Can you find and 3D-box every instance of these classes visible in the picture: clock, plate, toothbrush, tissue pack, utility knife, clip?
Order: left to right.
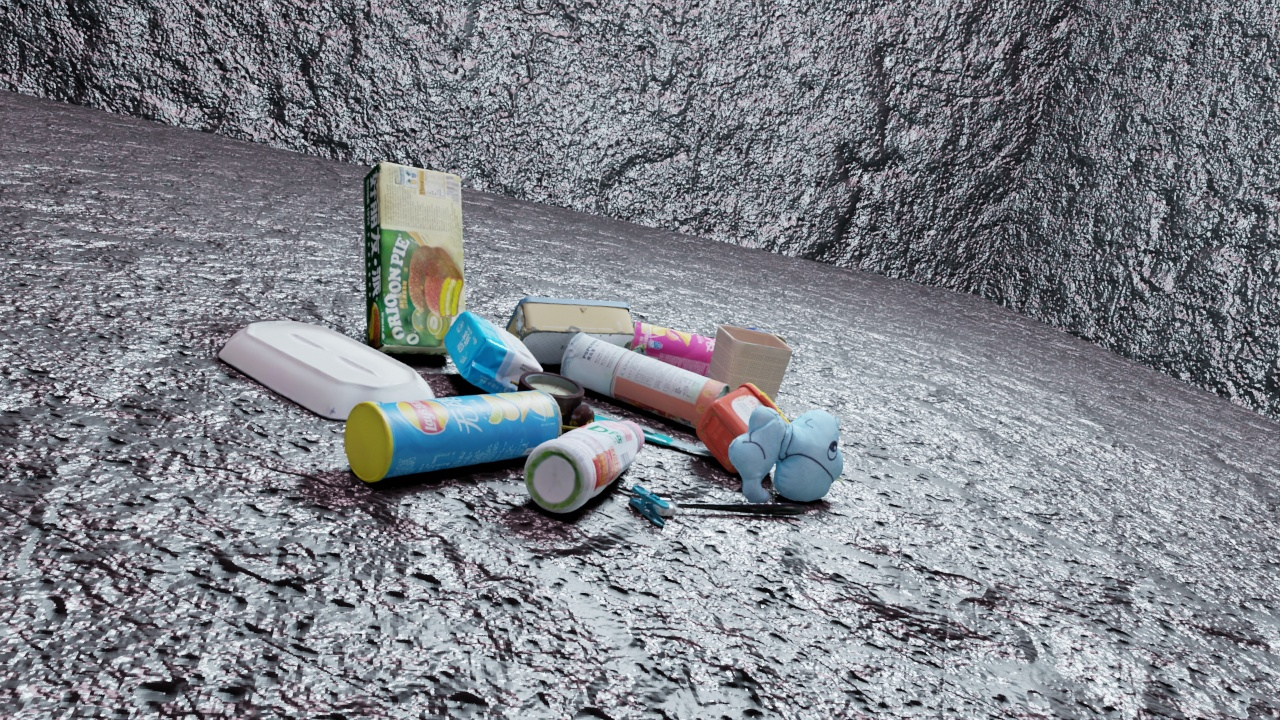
[{"bbox_3d":[-0.348,0.005,1.030,0.266,0.034,0.161,22,17,29],"label":"plate"},{"bbox_3d":[-0.184,-0.002,1.121,0.090,0.063,0.140,31,7,-31],"label":"tissue pack"},{"bbox_3d":[-0.100,0.055,1.033,0.082,0.055,0.122,5,19,-32],"label":"clock"},{"bbox_3d":[-0.002,0.085,1.097,0.216,0.013,0.029,16,15,6],"label":"utility knife"},{"bbox_3d":[0.008,0.139,0.890,0.014,0.042,0.056,5,16,-39],"label":"clip"},{"bbox_3d":[0.093,0.151,0.936,0.180,0.016,0.018,6,23,-27],"label":"toothbrush"}]

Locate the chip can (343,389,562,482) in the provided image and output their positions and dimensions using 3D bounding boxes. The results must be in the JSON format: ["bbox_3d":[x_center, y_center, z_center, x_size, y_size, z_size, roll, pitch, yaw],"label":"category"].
[{"bbox_3d":[-0.174,0.068,0.885,0.071,0.071,0.209,26,19,37],"label":"chip can"}]

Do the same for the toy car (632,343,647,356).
[{"bbox_3d":[-0.008,0.008,1.313,0.036,0.043,0.091,-24,7,24],"label":"toy car"}]

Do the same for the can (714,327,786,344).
[{"bbox_3d":[0.180,-0.016,1.521,0.147,0.075,0.049,-1,19,-44],"label":"can"}]

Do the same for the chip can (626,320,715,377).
[{"bbox_3d":[0.085,-0.005,1.395,0.210,0.071,0.071,13,15,-5],"label":"chip can"}]

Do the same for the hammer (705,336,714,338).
[{"bbox_3d":[0.007,-0.037,1.518,0.300,0.033,0.129,5,17,-29],"label":"hammer"}]

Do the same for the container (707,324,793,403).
[{"bbox_3d":[0.146,0.019,1.283,0.090,0.111,0.090,9,16,-17],"label":"container"}]

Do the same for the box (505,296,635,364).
[{"bbox_3d":[-0.092,-0.039,1.286,0.184,0.090,0.061,1,57,-31],"label":"box"}]

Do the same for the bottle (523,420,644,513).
[{"bbox_3d":[-0.047,0.096,0.917,0.068,0.068,0.196,18,13,16],"label":"bottle"}]

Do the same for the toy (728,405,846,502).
[{"bbox_3d":[0.171,0.107,1.021,0.156,0.161,0.050,47,-30,-23],"label":"toy"}]

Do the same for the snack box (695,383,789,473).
[{"bbox_3d":[0.120,0.081,1.074,0.080,0.082,0.091,-13,53,-43],"label":"snack box"}]

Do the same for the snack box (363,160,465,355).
[{"bbox_3d":[-0.291,-0.128,1.186,0.114,0.240,0.063,2,-11,-36],"label":"snack box"}]

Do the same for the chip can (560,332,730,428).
[{"bbox_3d":[0.006,0.029,1.197,0.215,0.071,0.071,19,16,19],"label":"chip can"}]
